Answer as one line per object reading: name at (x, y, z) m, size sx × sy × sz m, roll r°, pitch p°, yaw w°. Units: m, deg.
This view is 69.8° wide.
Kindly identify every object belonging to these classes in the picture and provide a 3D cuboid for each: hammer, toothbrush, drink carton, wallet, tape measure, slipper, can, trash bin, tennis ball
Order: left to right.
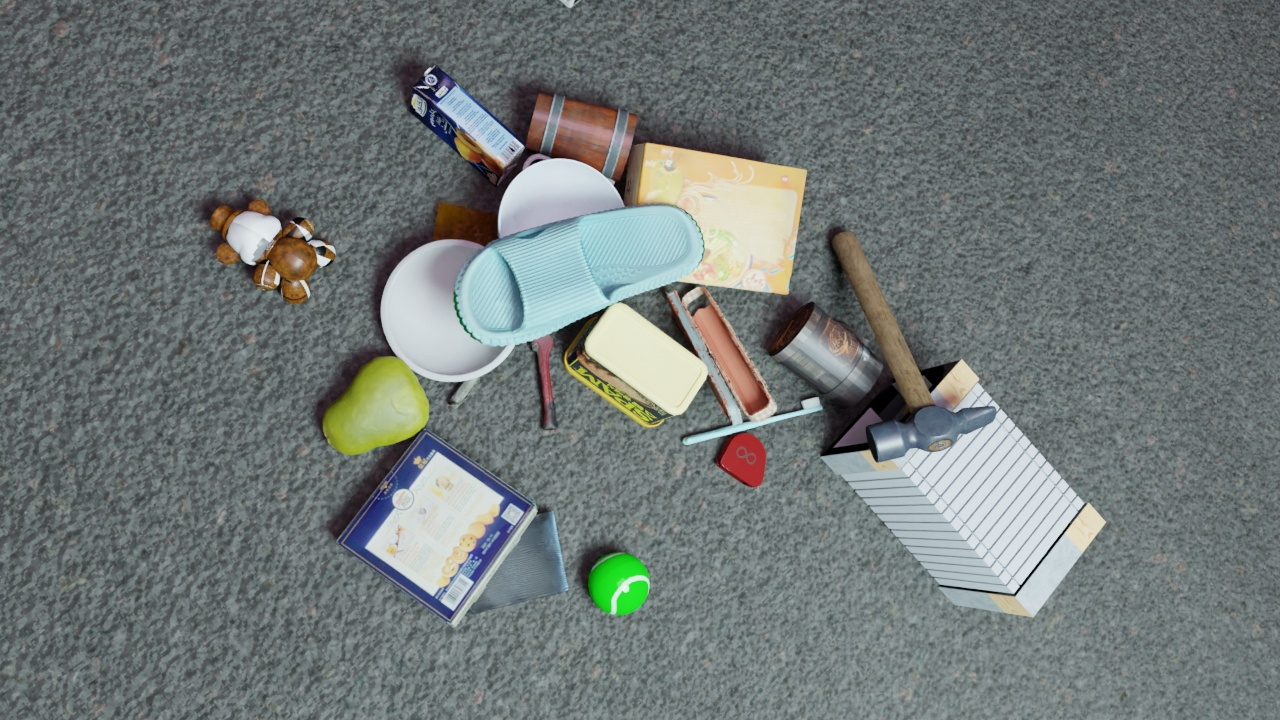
drink carton at (-0.192, -0.257, 1.009) m, size 0.130 × 0.064 × 0.040 m, roll 40°, pitch 70°, yaw -7°
wallet at (-0.138, 0.213, 0.967) m, size 0.114 × 0.026 × 0.089 m, roll -11°, pitch 83°, yaw -17°
slipper at (-0.055, -0.100, 0.919) m, size 0.275 × 0.070 × 0.116 m, roll -20°, pitch 76°, yaw -19°
tennis ball at (-0.023, 0.237, 0.974) m, size 0.065 × 0.065 × 0.065 m, roll 3°, pitch 80°, yaw -15°
can at (-0.006, 0.006, 0.995) m, size 0.135 × 0.104 × 0.075 m, roll 36°, pitch 74°, yaw -7°
tape measure at (0.121, 0.113, 1.058) m, size 0.059 × 0.019 × 0.051 m, roll 36°, pitch 72°, yaw -15°
toothbrush at (0.131, 0.071, 1.069) m, size 0.180 × 0.016 × 0.016 m, roll -14°, pitch 88°, yaw -17°
hammer at (0.275, -0.034, 1.024) m, size 0.129 × 0.040 × 0.321 m, roll -14°, pitch 50°, yaw 2°
trash bin at (0.365, 0.147, 1.053) m, size 0.142 × 0.143 × 0.247 m, roll -44°, pitch 94°, yaw -17°

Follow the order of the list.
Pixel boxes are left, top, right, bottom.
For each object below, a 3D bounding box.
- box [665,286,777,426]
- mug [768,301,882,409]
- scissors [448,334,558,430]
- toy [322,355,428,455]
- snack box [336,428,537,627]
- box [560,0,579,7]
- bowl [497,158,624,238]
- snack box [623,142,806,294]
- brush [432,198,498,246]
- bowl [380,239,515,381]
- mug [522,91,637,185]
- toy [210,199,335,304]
box at (0.085, -0.012, 1.011) m, size 0.067 × 0.057 × 0.187 m, roll 18°, pitch 37°, yaw -48°
mug at (0.224, -0.016, 1.083) m, size 0.107 × 0.080 × 0.115 m, roll 38°, pitch 47°, yaw -8°
scissors at (-0.137, -0.009, 1.009) m, size 0.179 × 0.015 × 0.198 m, roll -25°, pitch 87°, yaw -18°
toy at (-0.275, 0.050, 0.941) m, size 0.110 × 0.051 × 0.090 m, roll -31°, pitch 102°, yaw -13°
snack box at (-0.203, 0.168, 0.930) m, size 0.145 × 0.043 × 0.144 m, roll 33°, pitch 73°, yaw 8°
box at (-0.118, -0.478, 1.003) m, size 0.143 × 0.181 × 0.080 m, roll 43°, pitch 74°, yaw 2°
bowl at (-0.093, -0.139, 0.997) m, size 0.143 × 0.074 × 0.144 m, roll 1°, pitch 88°, yaw -22°
snack box at (0.076, -0.157, 1.045) m, size 0.195 × 0.081 × 0.145 m, roll 6°, pitch 97°, yaw -17°
brush at (-0.164, -0.144, 1.022) m, size 0.126 × 0.017 × 0.048 m, roll 10°, pitch 79°, yaw -14°
bowl at (-0.197, -0.052, 0.977) m, size 0.149 × 0.043 × 0.149 m, roll 0°, pitch 89°, yaw 0°
mug at (-0.072, -0.237, 1.034) m, size 0.111 × 0.081 × 0.117 m, roll 14°, pitch 85°, yaw -9°
toy at (-0.381, -0.118, 0.939) m, size 0.112 × 0.067 × 0.087 m, roll 29°, pitch 74°, yaw 0°
